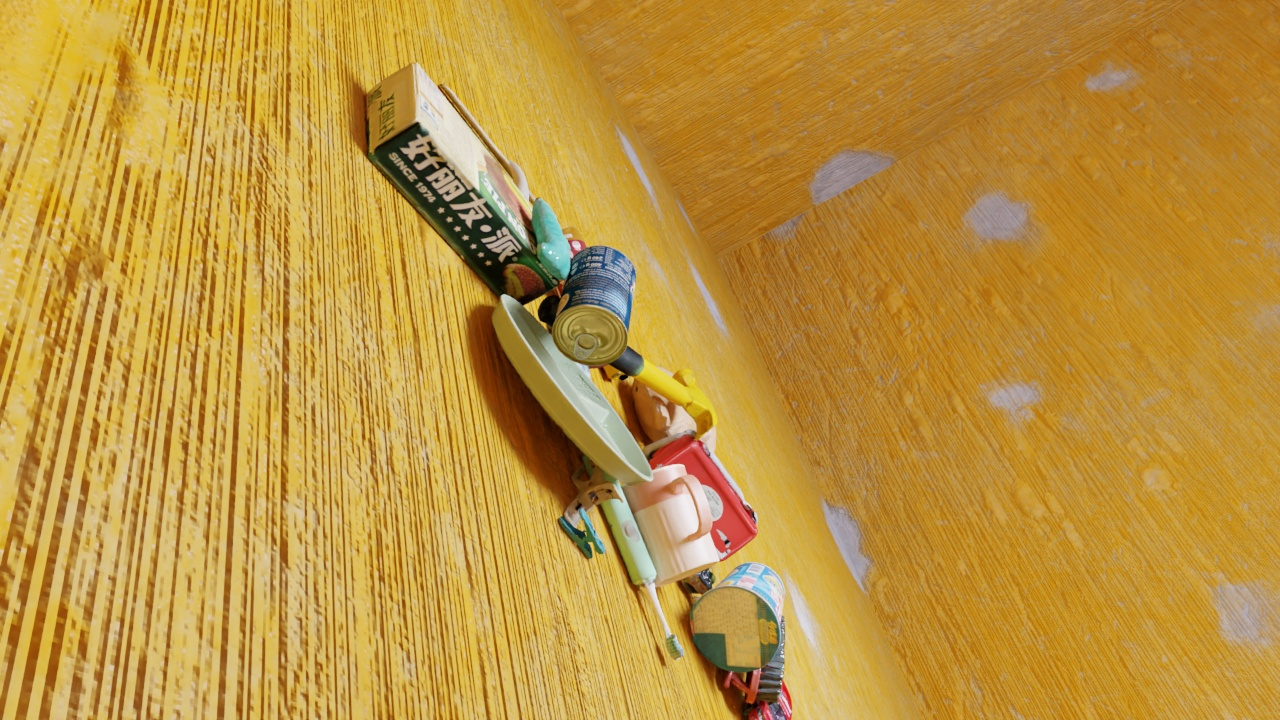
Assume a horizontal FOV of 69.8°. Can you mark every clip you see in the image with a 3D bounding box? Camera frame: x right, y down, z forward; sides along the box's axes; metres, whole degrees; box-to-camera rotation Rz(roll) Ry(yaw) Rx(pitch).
[{"bbox_3d":[-0.049,0.154,0.813,0.056,0.041,0.014,59,14,-32],"label":"clip"},{"bbox_3d":[-0.047,0.126,0.864,0.034,0.064,0.098,61,4,-13],"label":"clip"}]

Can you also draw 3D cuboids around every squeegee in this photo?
[{"bbox_3d":[-0.153,-0.196,1.119,0.246,0.039,0.246,52,16,-41],"label":"squeegee"}]

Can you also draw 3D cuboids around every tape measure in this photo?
[{"bbox_3d":[-0.039,-0.001,1.197,0.060,0.029,0.057,65,13,14],"label":"tape measure"}]

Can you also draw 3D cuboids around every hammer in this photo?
[{"bbox_3d":[-0.006,0.006,1.068,0.300,0.033,0.128,34,19,-42],"label":"hammer"}]

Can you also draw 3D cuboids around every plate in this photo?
[{"bbox_3d":[-0.068,0.032,0.889,0.230,0.027,0.230,50,3,-4],"label":"plate"}]

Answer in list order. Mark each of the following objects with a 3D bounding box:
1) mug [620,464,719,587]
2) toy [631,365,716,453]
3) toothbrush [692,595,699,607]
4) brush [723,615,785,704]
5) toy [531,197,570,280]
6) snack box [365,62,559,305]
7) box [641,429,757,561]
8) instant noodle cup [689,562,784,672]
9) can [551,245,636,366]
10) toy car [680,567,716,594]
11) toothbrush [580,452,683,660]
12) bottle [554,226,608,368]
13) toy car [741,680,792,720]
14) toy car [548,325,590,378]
[{"bbox_3d":[0.034,0.165,0.938,0.081,0.115,0.106,-8,68,-37],"label":"mug"},{"bbox_3d":[0.035,0.067,1.235,0.143,0.082,0.226,54,10,24],"label":"toy"},{"bbox_3d":[0.099,0.307,1.120,0.029,0.021,0.189,66,11,25],"label":"toothbrush"},{"bbox_3d":[0.128,0.340,1.052,0.145,0.069,0.063,-55,156,-74],"label":"brush"},{"bbox_3d":[-0.089,-0.122,0.938,0.096,0.030,0.091,53,19,-59],"label":"toy"},{"bbox_3d":[-0.172,-0.167,0.911,0.240,0.063,0.114,51,17,-45],"label":"snack box"},{"bbox_3d":[0.079,0.168,1.183,0.201,0.090,0.068,54,-2,-32],"label":"box"},{"bbox_3d":[0.116,0.275,1.018,0.099,0.099,0.109,62,22,1],"label":"instant noodle cup"},{"bbox_3d":[-0.045,-0.058,0.937,0.075,0.075,0.111,55,26,-32],"label":"can"},{"bbox_3d":[0.060,0.232,1.075,0.042,0.035,0.090,57,11,-31],"label":"toy car"},{"bbox_3d":[-0.008,0.188,0.907,0.224,0.026,0.027,66,-30,18],"label":"toothbrush"},{"bbox_3d":[-0.074,-0.076,1.129,0.174,0.057,0.057,70,13,15],"label":"bottle"},{"bbox_3d":[0.148,0.401,1.055,0.053,0.045,0.120,61,14,1],"label":"toy car"},{"bbox_3d":[-0.077,-0.010,1.045,0.049,0.031,0.105,49,19,-41],"label":"toy car"}]
